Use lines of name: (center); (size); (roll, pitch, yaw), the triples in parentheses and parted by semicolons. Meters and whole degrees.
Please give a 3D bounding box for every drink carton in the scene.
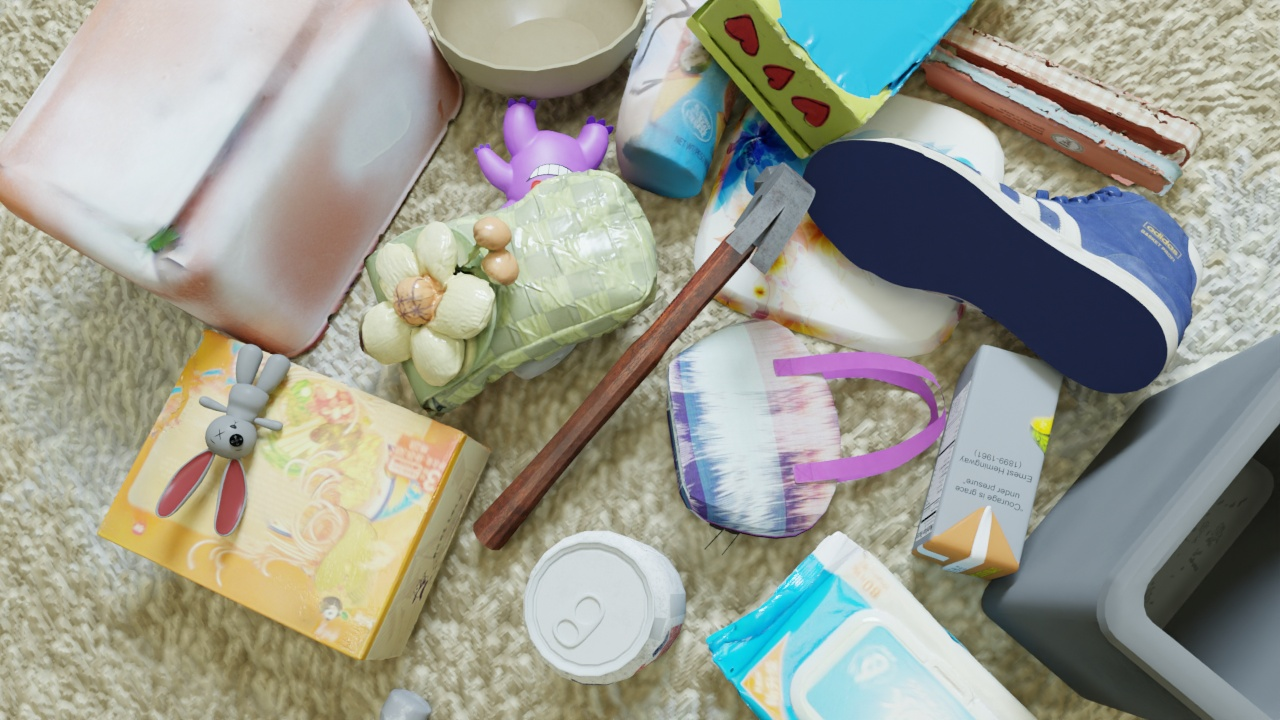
drink carton: (0.205, 0.062, 0.545); (0.048, 0.076, 0.124); (17, 75, 11)

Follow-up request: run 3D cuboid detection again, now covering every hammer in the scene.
hammer: (-0.003, 0.003, 0.564); (0.028, 0.111, 0.301); (39, 101, -7)
hammer: (-0.043, 0.330, 0.536); (0.324, 0.029, 0.127); (26, 81, 12)

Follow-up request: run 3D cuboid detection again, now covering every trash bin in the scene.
trash bin: (0.281, 0.084, 0.451); (0.097, 0.220, 0.191); (41, 84, 15)
trash bin: (-0.269, -0.156, 0.618); (0.181, 0.157, 0.259); (27, 82, 13)

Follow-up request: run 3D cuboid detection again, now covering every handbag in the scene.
handbag: (0.104, 0.039, 0.574); (0.170, 0.068, 0.144); (-8, 74, -1)
handbag: (-0.083, -0.051, 0.555); (0.186, 0.117, 0.113); (-25, 81, 5)

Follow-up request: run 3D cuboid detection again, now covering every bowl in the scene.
bowl: (-0.070, -0.236, 0.652); (0.152, 0.050, 0.152); (-1, 57, 2)

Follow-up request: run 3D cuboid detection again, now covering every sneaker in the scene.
sneaker: (0.227, -0.083, 0.558); (0.233, 0.092, 0.118); (36, 48, 28)

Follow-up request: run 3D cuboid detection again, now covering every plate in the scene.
plate: (0.141, -0.106, 0.622); (0.187, 0.016, 0.186); (18, 79, 11)

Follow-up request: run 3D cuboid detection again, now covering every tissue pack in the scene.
tissue pack: (0.145, 0.203, 0.523); (0.117, 0.066, 0.209); (-44, 73, -5)

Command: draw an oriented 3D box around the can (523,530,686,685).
can: (-0.017, 0.139, 0.521); (0.078, 0.136, 0.078); (-2, 76, 7)

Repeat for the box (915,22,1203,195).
box: (0.274, -0.174, 0.608); (0.187, 0.060, 0.058); (31, 121, 13)

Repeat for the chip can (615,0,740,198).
chip can: (0.045, -0.230, 0.637); (0.080, 0.080, 0.229); (19, 79, 12)

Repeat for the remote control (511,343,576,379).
remote control: (-0.092, -0.043, 0.631); (0.060, 0.028, 0.114); (-39, 77, -1)

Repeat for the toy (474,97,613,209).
toy: (-0.065, -0.123, 0.634); (0.106, 0.056, 0.088); (10, 73, -21)

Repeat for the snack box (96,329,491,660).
snack box: (-0.214, 0.084, 0.590); (0.195, 0.081, 0.145); (20, 78, 13)

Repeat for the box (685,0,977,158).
box: (0.147, -0.249, 0.585); (0.124, 0.082, 0.220); (43, 77, -11)

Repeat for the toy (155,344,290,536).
toy: (-0.243, 0.045, 0.545); (0.049, 0.030, 0.111); (22, 73, -15)
